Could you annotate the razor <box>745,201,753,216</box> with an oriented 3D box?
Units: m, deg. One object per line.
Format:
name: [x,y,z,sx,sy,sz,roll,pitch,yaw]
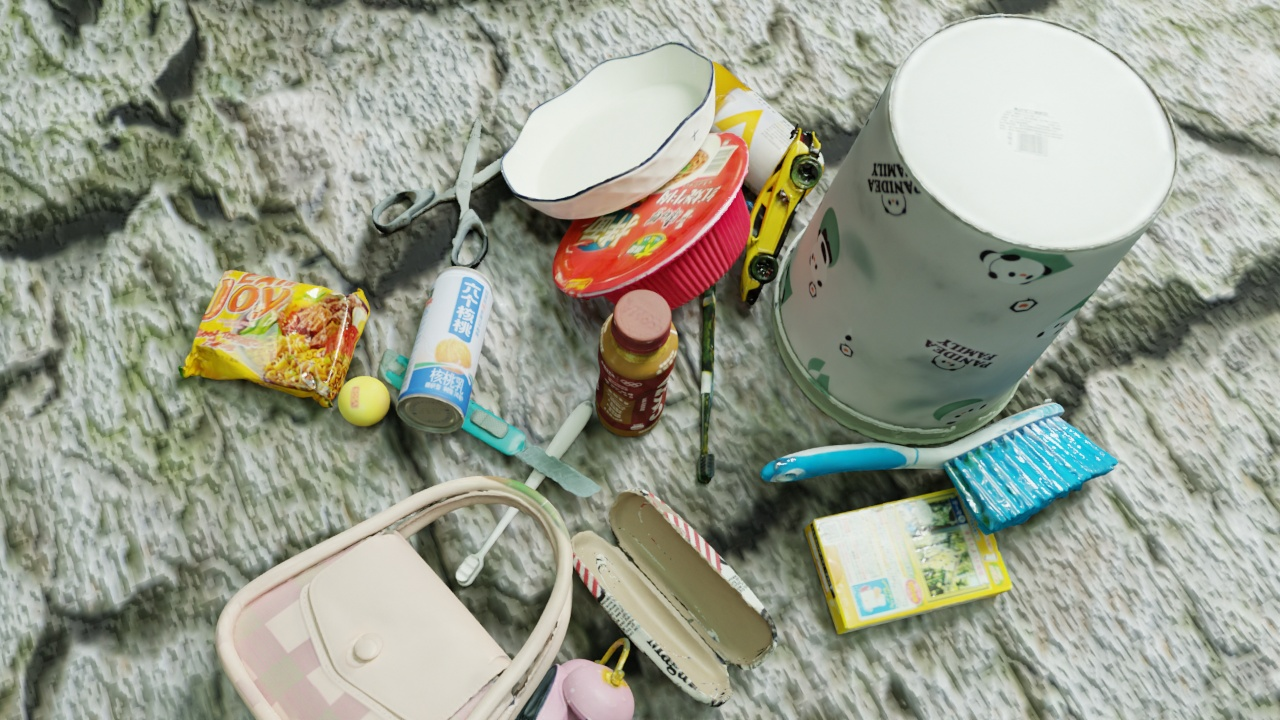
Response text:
razor: [0.058,-0.173,0.859,0.043,0.022,0.142,-46,66,25]

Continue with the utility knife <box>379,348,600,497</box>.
utility knife: [-0.127,0.050,0.745,0.222,0.013,0.029,30,64,13]

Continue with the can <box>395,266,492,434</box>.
can: [-0.156,-0.011,0.743,0.053,0.053,0.134,7,54,-1]

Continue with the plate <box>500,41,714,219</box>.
plate: [-0.025,-0.197,0.800,0.205,0.045,0.204,-20,42,19]

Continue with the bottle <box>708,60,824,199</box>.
bottle: [0.086,-0.222,0.856,0.068,0.068,0.189,-38,74,-18]

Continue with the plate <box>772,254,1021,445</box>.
plate: [0.231,-0.038,0.808,0.230,0.027,0.229,1,65,-3]

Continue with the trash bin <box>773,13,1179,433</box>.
trash bin: [0.236,-0.096,0.680,0.229,0.252,0.229,1,65,-3]

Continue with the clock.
clock: [-0.055,0.254,0.615,0.060,0.117,0.158,33,70,-1]

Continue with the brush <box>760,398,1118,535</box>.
brush: [0.233,0.085,0.692,0.313,0.061,0.109,-14,64,-33]

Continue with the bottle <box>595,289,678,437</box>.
bottle: [-0.004,0.004,0.692,0.057,0.175,0.057,1,66,-3]

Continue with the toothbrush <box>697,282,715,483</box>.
toothbrush: [0.058,0.014,0.778,0.012,0.017,0.185,9,65,-13]

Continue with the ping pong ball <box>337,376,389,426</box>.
ping pong ball: [-0.223,0.033,0.739,0.040,0.040,0.040,1,66,-3]

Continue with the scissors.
scissors: [-0.162,-0.155,0.840,0.180,0.014,0.159,-22,70,-14]

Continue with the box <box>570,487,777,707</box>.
box: [0.018,0.176,0.673,0.162,0.076,0.087,45,43,13]

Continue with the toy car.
toy car: [0.114,-0.121,0.778,0.041,0.071,0.156,21,106,3]

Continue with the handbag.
handbag: [-0.147,0.180,0.629,0.233,0.093,0.193,-43,63,-16]

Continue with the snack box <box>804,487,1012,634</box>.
snack box: [0.208,0.155,0.719,0.140,0.034,0.086,-12,67,-7]

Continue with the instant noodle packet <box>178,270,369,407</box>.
instant noodle packet: [-0.300,-0.023,0.758,0.128,0.044,0.110,11,62,2]

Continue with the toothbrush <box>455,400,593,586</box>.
toothbrush: [-0.090,0.101,0.731,0.016,0.016,0.179,30,67,12]

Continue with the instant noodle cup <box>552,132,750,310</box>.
instant noodle cup: [0.021,-0.104,0.763,0.066,0.194,0.193,48,65,-30]
